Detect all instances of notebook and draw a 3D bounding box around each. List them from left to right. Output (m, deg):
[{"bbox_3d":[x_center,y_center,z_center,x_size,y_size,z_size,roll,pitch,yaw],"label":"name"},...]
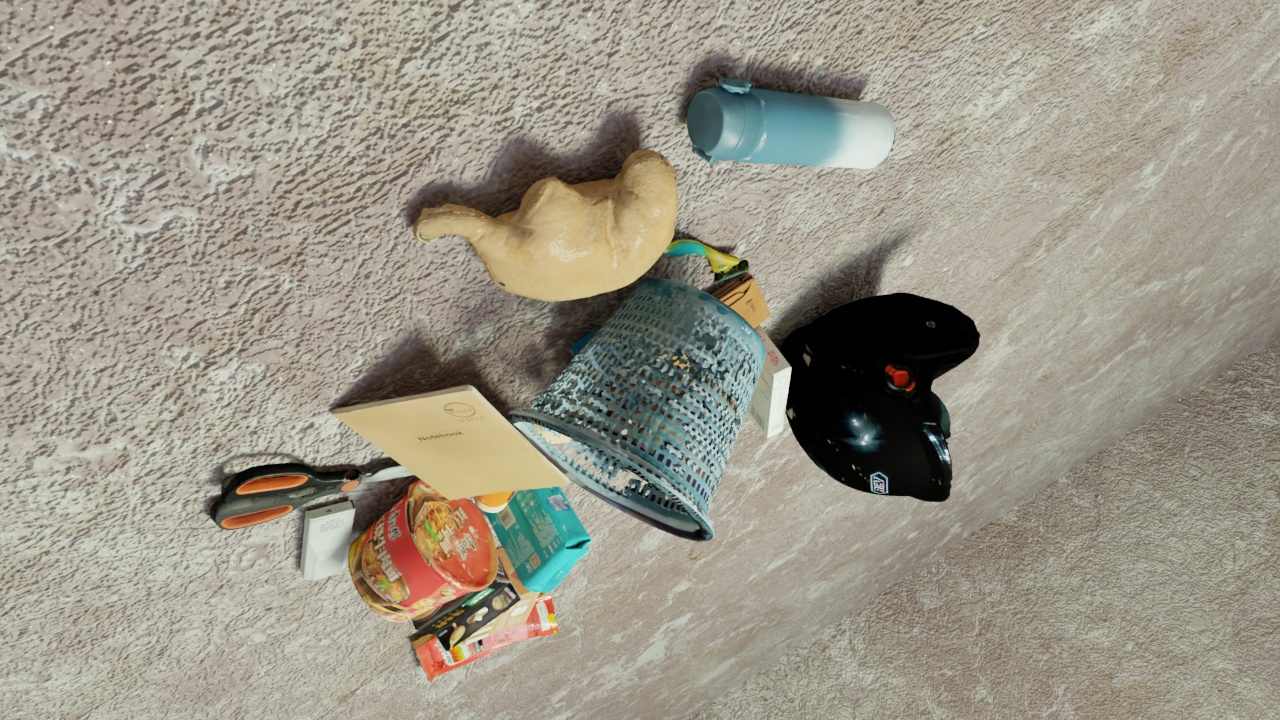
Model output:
[{"bbox_3d":[-0.178,0.087,0.895,0.148,0.008,0.208,-10,146,18],"label":"notebook"}]

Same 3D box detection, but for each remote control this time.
[{"bbox_3d":[-0.334,0.194,0.979,0.049,0.024,0.125,-13,143,-33],"label":"remote control"}]

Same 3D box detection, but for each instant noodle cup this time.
[{"bbox_3d":[-0.239,0.212,0.998,0.109,0.137,0.138,-34,151,16],"label":"instant noodle cup"}]

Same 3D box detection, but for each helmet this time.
[{"bbox_3d":[0.295,0.051,1.148,0.230,0.274,0.234,-7,145,6],"label":"helmet"}]

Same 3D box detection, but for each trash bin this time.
[{"bbox_3d":[0.015,0.037,0.899,0.194,0.227,0.227,-59,155,-18],"label":"trash bin"}]

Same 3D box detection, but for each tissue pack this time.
[{"bbox_3d":[-0.120,0.198,1.084,0.050,0.133,0.093,3,137,-52],"label":"tissue pack"}]

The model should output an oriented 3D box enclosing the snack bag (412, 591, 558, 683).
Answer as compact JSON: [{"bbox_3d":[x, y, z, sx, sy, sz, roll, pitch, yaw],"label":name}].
[{"bbox_3d":[-0.226,0.404,1.352,0.207,0.073,0.129,-18,142,-16],"label":"snack bag"}]

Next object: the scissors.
[{"bbox_3d":[-0.311,0.126,0.915,0.161,0.021,0.233,-37,155,18],"label":"scissors"}]

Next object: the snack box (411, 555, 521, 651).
[{"bbox_3d":[-0.220,0.254,1.073,0.113,0.125,0.053,-36,150,4],"label":"snack box"}]

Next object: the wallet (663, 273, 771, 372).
[{"bbox_3d":[0.083,-0.039,1.043,0.132,0.031,0.108,-36,152,2],"label":"wallet"}]

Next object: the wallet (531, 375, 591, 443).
[{"bbox_3d":[-0.075,0.052,1.029,0.087,0.024,0.115,11,128,-44],"label":"wallet"}]

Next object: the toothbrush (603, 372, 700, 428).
[{"bbox_3d":[0.028,0.042,1.123,0.185,0.012,0.017,-29,156,-8],"label":"toothbrush"}]

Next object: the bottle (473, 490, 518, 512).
[{"bbox_3d":[-0.157,0.128,1.023,0.066,0.066,0.150,-15,151,-30],"label":"bottle"}]

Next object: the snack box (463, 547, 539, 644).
[{"bbox_3d":[-0.199,0.309,1.222,0.094,0.077,0.093,-12,143,-34],"label":"snack box"}]

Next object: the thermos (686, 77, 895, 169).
[{"bbox_3d":[0.137,-0.207,0.818,0.220,0.070,0.070,-6,140,-38],"label":"thermos"}]

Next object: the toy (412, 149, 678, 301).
[{"bbox_3d":[-0.071,-0.102,0.762,0.225,0.082,0.144,-17,141,-21],"label":"toy"}]

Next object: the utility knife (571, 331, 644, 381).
[{"bbox_3d":[-0.006,0.006,1.029,0.034,0.018,0.203,-45,147,14],"label":"utility knife"}]

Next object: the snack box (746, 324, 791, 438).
[{"bbox_3d":[0.150,0.025,1.143,0.026,0.084,0.157,-25,149,-13],"label":"snack box"}]

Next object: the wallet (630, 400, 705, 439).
[{"bbox_3d":[0.033,0.089,1.190,0.101,0.020,0.116,-11,140,-33],"label":"wallet"}]

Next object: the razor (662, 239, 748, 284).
[{"bbox_3d":[0.059,-0.105,0.925,0.043,0.028,0.132,-15,166,35],"label":"razor"}]
